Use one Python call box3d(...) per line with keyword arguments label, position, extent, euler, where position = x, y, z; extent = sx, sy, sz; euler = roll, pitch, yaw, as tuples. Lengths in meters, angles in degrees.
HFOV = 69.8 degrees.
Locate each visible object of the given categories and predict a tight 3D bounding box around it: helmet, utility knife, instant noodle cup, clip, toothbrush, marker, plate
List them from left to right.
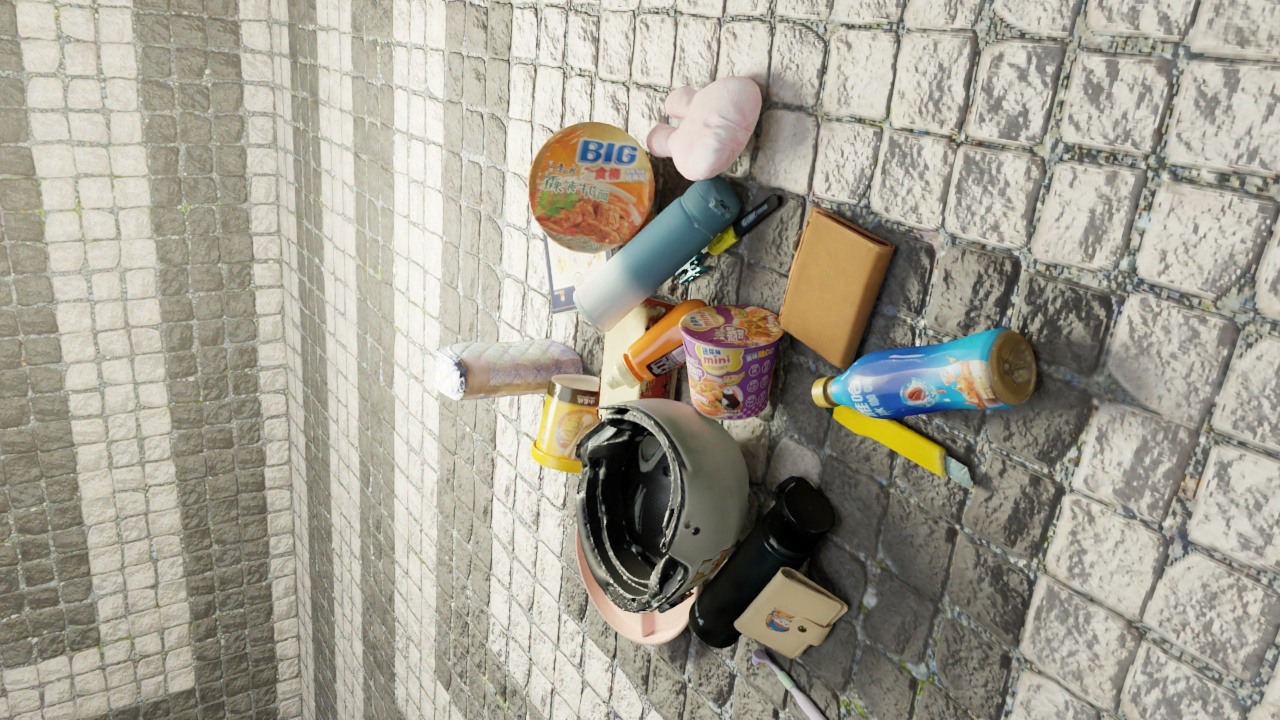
box3d(label="instant noodle cup", position=(-0.086, 0.084, 1.271), extent=(0.118, 0.118, 0.114), euler=(22, 108, 52))
box3d(label="instant noodle cup", position=(-0.049, -0.201, 1.105), extent=(0.111, 0.151, 0.151), euler=(-18, -79, -79))
box3d(label="plate", position=(-0.003, 0.263, 1.226), extent=(0.230, 0.028, 0.229), euler=(7, 99, 45))
box3d(label="helmet", position=(0.035, 0.158, 1.060), extent=(0.230, 0.156, 0.275), euler=(60, 149, 32))
box3d(label="clip", position=(0.061, -0.108, 1.094), extent=(0.057, 0.014, 0.047), euler=(-34, 72, 54))
box3d(label="instant noodle cup", position=(0.097, 0.005, 0.990), extent=(0.111, 0.111, 0.099), euler=(31, 130, 49))
box3d(label="marker", position=(0.113, -0.148, 1.007), extent=(0.124, 0.015, 0.018), euler=(-35, 72, 52))
box3d(label="toothbrush", position=(0.188, 0.392, 1.014), extent=(0.021, 0.029, 0.189), euler=(-49, 48, 2))
box3d(label="utility knife", position=(0.241, 0.073, 0.867), extent=(0.181, 0.015, 0.033), euler=(34, 129, 47))

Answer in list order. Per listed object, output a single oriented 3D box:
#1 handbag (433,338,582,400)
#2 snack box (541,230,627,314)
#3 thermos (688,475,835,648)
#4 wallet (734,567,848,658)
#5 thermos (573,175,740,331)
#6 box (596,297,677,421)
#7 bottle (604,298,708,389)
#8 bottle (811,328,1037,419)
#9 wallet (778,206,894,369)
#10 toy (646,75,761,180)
box3d(label="handbag", position=(-0.198, 0.010, 1.340), extent=(0.134, 0.193, 0.076), euler=(24, 114, 51))
box3d(label="snack box", position=(-0.072, -0.161, 1.249), extent=(0.178, 0.045, 0.182), euler=(-4, 93, 56))
box3d(label="thermos", position=(0.133, 0.225, 1.029), extent=(0.089, 0.068, 0.243), euler=(-88, 20, -47))
box3d(label="wallet", position=(0.162, 0.276, 0.985), extent=(0.087, 0.024, 0.115), euler=(27, 129, 0))
box3d(label="thermos", position=(0.019, -0.122, 1.046), extent=(0.221, 0.070, 0.070), euler=(-40, 62, 24))
box3d(label="box", position=(-0.007, 0.007, 1.146), extent=(0.091, 0.075, 0.168), euler=(19, 108, 48))
box3d(label="bottle", position=(0.022, -0.011, 1.069), extent=(0.150, 0.066, 0.066), euler=(-33, 64, 13))
box3d(label="bottle", position=(0.239, 0.018, 0.816), extent=(0.219, 0.065, 0.065), euler=(-12, 87, 57))
box3d(label="wallet", position=(0.186, -0.072, 0.902), extent=(0.108, 0.031, 0.132), euler=(40, 128, 41))
box3d(label="toy", position=(0.068, -0.257, 0.999), extent=(0.159, 0.054, 0.121), euler=(33, 95, 53))
